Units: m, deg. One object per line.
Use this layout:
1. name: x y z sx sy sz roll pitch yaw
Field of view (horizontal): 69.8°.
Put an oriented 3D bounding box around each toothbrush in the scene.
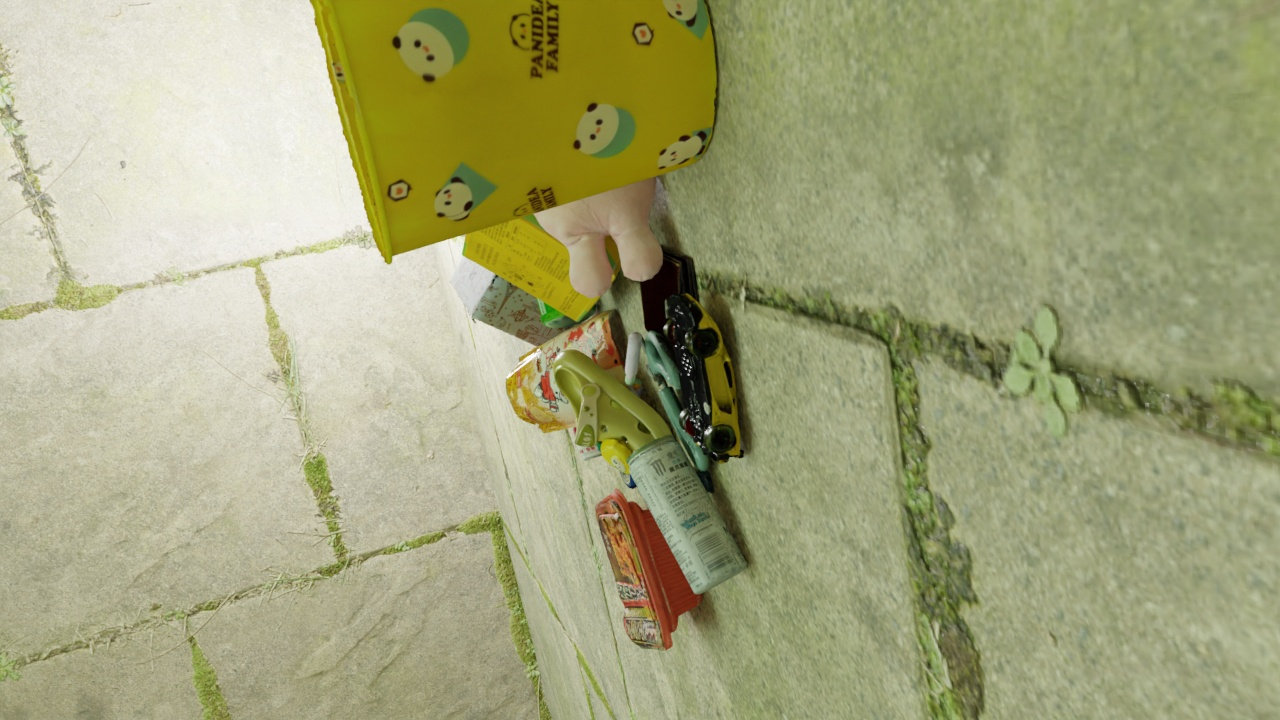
1. toothbrush: -0.006 0.006 0.954 0.189 0.021 0.029 93 162 -73

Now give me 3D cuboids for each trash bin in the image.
1. trash bin: -0.096 -0.212 0.688 0.230 0.255 0.229 164 90 -75

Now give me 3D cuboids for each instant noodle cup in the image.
1. instant noodle cup: 0.008 0.241 1.084 0.165 0.079 0.188 131 121 -71

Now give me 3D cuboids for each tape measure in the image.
1. tape measure: -0.008 0.132 1.133 0.058 0.025 0.054 145 110 -69

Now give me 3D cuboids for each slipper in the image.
1. slipper: -0.044 0.070 1.019 0.190 0.081 0.092 43 153 20

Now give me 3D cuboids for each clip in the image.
1. clip: 0.057 0.121 0.925 0.057 0.029 0.025 -5 102 64

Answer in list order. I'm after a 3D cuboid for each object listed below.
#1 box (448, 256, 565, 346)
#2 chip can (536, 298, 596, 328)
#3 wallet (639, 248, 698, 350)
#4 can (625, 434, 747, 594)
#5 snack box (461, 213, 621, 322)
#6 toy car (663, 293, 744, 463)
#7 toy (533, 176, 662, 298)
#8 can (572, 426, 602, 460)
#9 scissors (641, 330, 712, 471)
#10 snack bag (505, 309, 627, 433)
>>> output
1. box: -0.149 -0.053 1.313 0.274 0.124 0.179 52 177 -33
2. chip can: -0.116 -0.150 1.144 0.073 0.072 0.221 150 104 -74
3. wallet: 0.024 -0.058 0.861 0.122 0.020 0.096 -142 43 -65
4. can: 0.043 0.148 0.885 0.146 0.058 0.058 61 161 18
5. snack box: -0.098 -0.127 0.958 0.157 0.070 0.210 30 165 -7
6. toy car: 0.055 0.015 0.782 0.071 0.041 0.156 -148 43 -67
7. toy: -0.040 -0.139 0.824 0.054 0.121 0.159 -1 -104 -76
8. can: -0.071 0.064 1.226 0.053 0.053 0.132 147 106 -73
9. scissors: 0.026 0.018 0.887 0.179 0.019 0.172 77 169 -55
10. snack bag: -0.081 0.023 1.130 0.208 0.073 0.128 -19 86 49
